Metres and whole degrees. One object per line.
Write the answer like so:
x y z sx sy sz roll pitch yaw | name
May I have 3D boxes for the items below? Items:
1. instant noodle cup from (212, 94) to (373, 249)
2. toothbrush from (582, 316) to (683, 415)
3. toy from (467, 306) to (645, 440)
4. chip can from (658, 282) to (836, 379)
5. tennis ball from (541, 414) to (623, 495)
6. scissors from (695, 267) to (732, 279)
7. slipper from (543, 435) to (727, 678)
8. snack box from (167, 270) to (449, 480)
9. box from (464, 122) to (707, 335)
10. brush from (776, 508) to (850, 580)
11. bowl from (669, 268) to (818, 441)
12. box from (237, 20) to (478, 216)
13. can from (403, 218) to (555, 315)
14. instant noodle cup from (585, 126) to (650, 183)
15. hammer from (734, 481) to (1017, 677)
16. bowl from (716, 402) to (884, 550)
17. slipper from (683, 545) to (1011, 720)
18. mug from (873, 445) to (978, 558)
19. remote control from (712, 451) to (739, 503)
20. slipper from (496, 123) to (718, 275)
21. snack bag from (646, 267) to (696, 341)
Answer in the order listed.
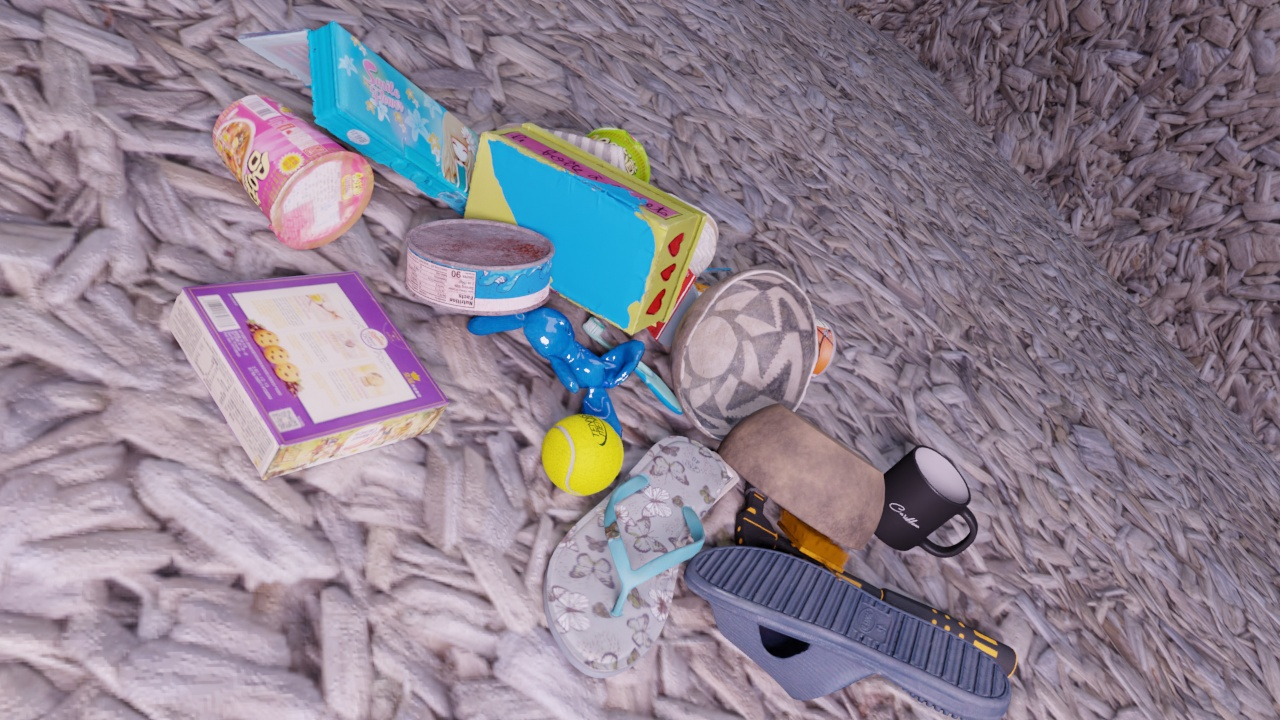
-0.298 -0.164 0.773 0.108 0.098 0.097 42 32 18 | instant noodle cup
-0.005 0.005 0.921 0.135 0.017 0.022 43 29 6 | toothbrush
-0.068 -0.008 0.831 0.176 0.071 0.112 36 44 -6 | toy
0.121 -0.033 1.039 0.214 0.075 0.075 13 41 -35 | chip can
-0.048 0.076 0.747 0.065 0.066 0.065 26 35 -20 | tennis ball
0.034 -0.099 1.048 0.139 0.011 0.134 -5 11 -14 | scissors
0.003 0.129 0.727 0.098 0.055 0.267 28 36 6 | slipper
-0.238 0.003 0.669 0.143 0.041 0.147 51 34 18 | snack box
-0.058 -0.129 0.885 0.221 0.125 0.082 28 30 19 | box
0.154 0.161 0.791 0.048 0.017 0.126 29 2 -8 | brush
0.092 -0.009 0.930 0.178 0.178 0.081 11 9 -37 | bowl
-0.243 -0.238 0.872 0.169 0.086 0.227 45 7 25 | box
-0.143 -0.085 0.816 0.130 0.044 0.129 7 25 -3 | can
-0.055 -0.209 1.071 0.099 0.099 0.107 40 41 0 | instant noodle cup
0.226 0.227 0.871 0.320 0.036 0.123 30 34 -11 | hammer
0.157 0.100 0.855 0.162 0.070 0.162 33 4 -3 | bowl
0.155 0.232 0.738 0.264 0.083 0.101 21 24 15 | slipper
0.303 0.159 0.976 0.113 0.088 0.078 43 33 5 | mug
0.052 0.119 0.840 0.038 0.018 0.125 46 32 10 | remote control
-0.041 -0.173 0.983 0.273 0.115 0.053 27 37 6 | slipper
-0.011 -0.103 0.948 0.144 0.131 0.039 46 58 9 | snack bag
